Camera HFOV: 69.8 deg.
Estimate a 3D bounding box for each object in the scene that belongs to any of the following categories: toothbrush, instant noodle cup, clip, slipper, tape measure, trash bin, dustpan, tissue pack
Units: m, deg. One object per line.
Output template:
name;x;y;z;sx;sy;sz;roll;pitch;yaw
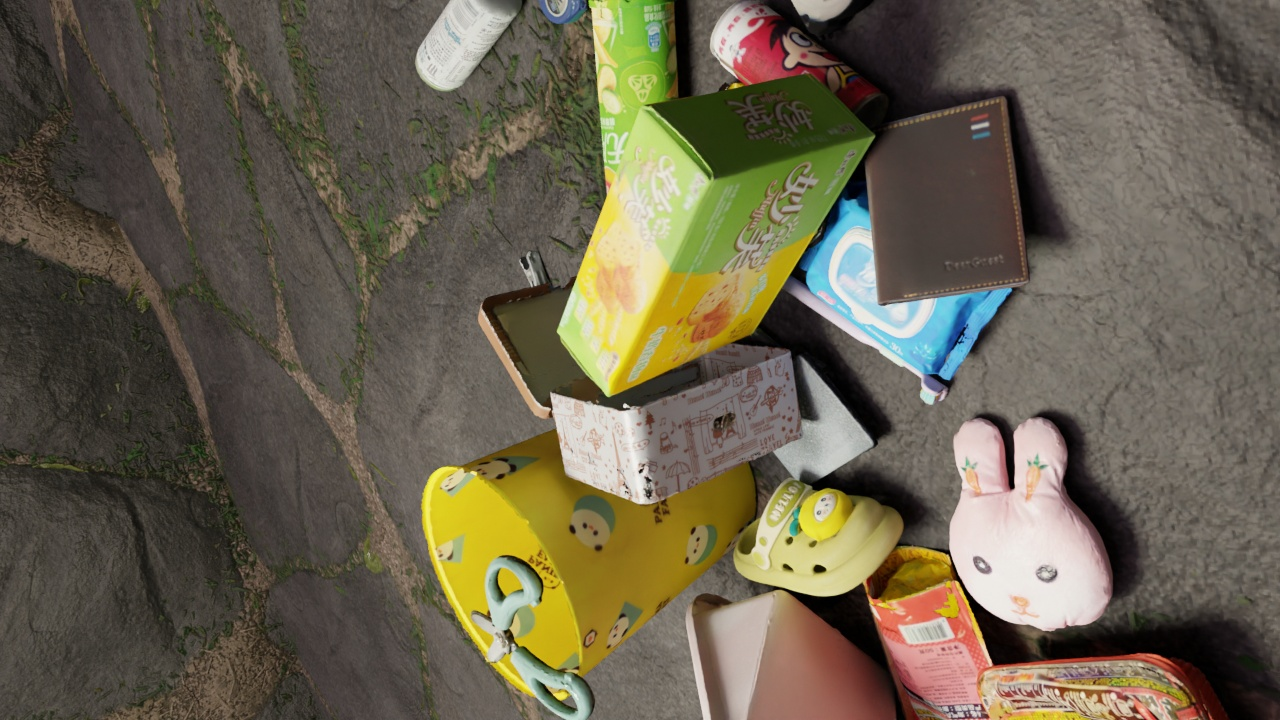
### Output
toothbrush;0.093;-0.035;0.820;0.186;0.017;0.012;37;137;33
instant noodle cup;0.350;0.283;0.645;0.165;0.078;0.189;-31;85;53
clip;-0.116;-0.093;1.023;0.030;0.024;0.057;-25;86;49
slipper;0.137;0.150;0.801;0.081;0.091;0.191;48;150;-14
toothbrush;0.164;-0.027;0.736;0.189;0.029;0.021;41;97;29
tape measure;0.132;-0.266;0.627;0.066;0.033;0.066;-34;84;51
trash bin;-0.039;0.155;0.883;0.230;0.254;0.230;27;130;38
tape measure;-0.069;-0.334;0.830;0.055;0.025;0.058;-21;90;54
dustpan;0.122;0.326;0.811;0.222;0.272;0.139;43;130;-18
tissue pack;0.182;-0.063;0.667;0.157;0.052;0.095;42;137;26

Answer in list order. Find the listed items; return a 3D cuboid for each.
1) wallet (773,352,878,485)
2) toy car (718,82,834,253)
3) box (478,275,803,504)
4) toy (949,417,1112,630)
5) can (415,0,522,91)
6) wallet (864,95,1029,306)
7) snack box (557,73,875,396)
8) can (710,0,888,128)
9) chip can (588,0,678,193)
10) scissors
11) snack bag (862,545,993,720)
wallet;0.143;0.054;0.794;0.097;0.019;0.121;51;149;8
toy car;0.097;-0.151;0.703;0.155;0.041;0.071;65;147;31
box;-0.005;0.014;0.799;0.274;0.178;0.124;38;134;42
toy;0.275;0.119;0.666;0.121;0.054;0.159;-9;96;54
can;-0.177;-0.333;0.929;0.147;0.058;0.058;-26;90;53
wallet;0.198;-0.102;0.604;0.096;0.020;0.122;-7;86;30
snack box;0.045;-0.083;0.630;0.070;0.157;0.211;51;141;21
can;0.113;-0.206;0.666;0.133;0.053;0.053;46;139;22
chip can;0.000;-0.207;0.783;0.073;0.072;0.221;20;125;42
scissors;-0.103;0.221;0.772;0.173;0.019;0.179;16;123;46
snack bag;0.253;0.262;0.765;0.129;0.073;0.208;-6;111;56
